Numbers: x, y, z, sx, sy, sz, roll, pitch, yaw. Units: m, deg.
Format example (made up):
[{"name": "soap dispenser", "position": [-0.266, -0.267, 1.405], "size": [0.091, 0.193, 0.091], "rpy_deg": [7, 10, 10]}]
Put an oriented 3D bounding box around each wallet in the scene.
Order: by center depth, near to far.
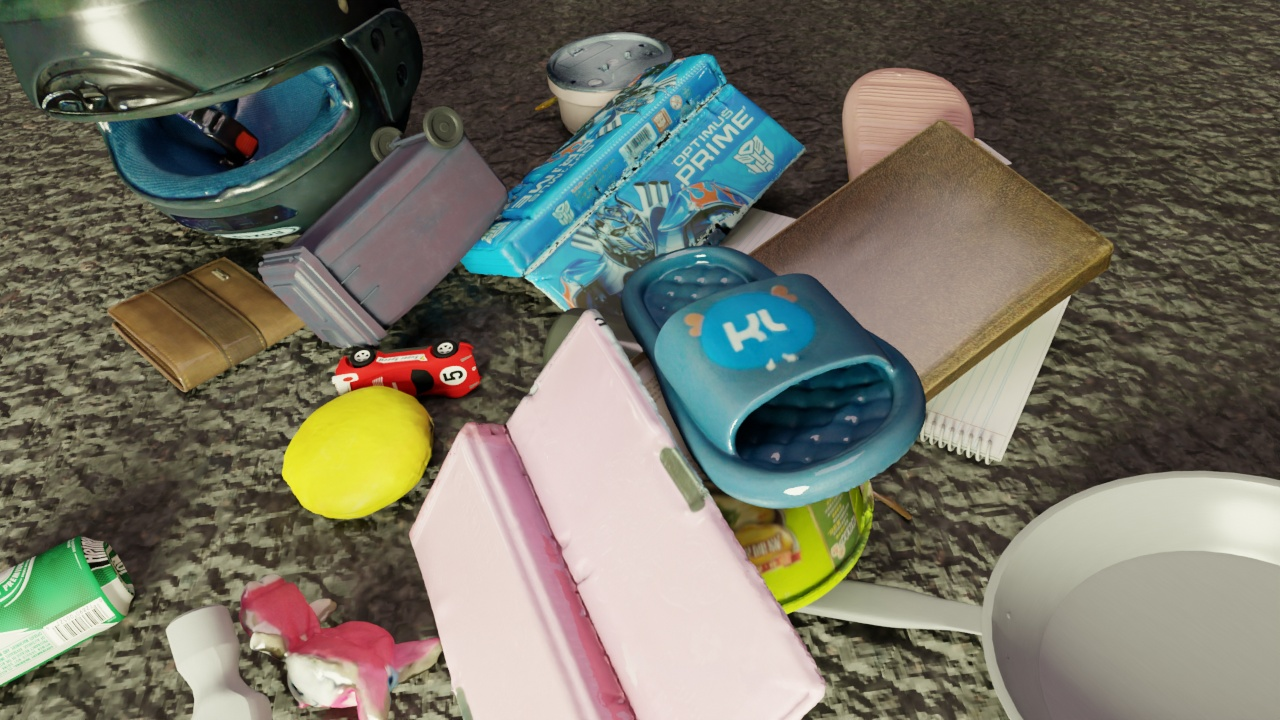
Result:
[{"name": "wallet", "position": [-0.322, -0.031, 0.680], "size": [0.121, 0.027, 0.098], "rpy_deg": [29, 51, 33]}]

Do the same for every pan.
[{"name": "pan", "position": [0.186, 0.129, 0.435], "size": [0.357, 0.051, 0.200], "rpy_deg": [-1, 39, 25]}]

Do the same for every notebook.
[{"name": "notebook", "position": [0.174, -0.036, 0.568], "size": [0.215, 0.034, 0.190], "rpy_deg": [-34, 61, -8]}, {"name": "notebook", "position": [0.148, -0.031, 0.636], "size": [0.246, 0.013, 0.177], "rpy_deg": [20, 48, 25]}]

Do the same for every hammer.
[{"name": "hammer", "position": [-0.304, 0.229, 0.384], "size": [0.310, 0.030, 0.125], "rpy_deg": [-25, 68, -11]}]

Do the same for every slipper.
[{"name": "slipper", "position": [0.053, -0.012, 0.427], "size": [0.103, 0.059, 0.213], "rpy_deg": [-20, 34, -9]}, {"name": "slipper", "position": [0.194, -0.122, 0.675], "size": [0.093, 0.082, 0.197], "rpy_deg": [2, 65, 7]}]

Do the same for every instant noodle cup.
[{"name": "instant noodle cup", "position": [0.044, 0.052, 0.479], "size": [0.146, 0.098, 0.146], "rpy_deg": [-11, 36, 8]}]

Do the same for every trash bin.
[{"name": "trash bin", "position": [-0.181, -0.091, 0.645], "size": [0.094, 0.092, 0.160], "rpy_deg": [3, 49, 51]}]

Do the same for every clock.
[{"name": "clock", "position": [-0.013, -0.246, 0.846], "size": [0.158, 0.059, 0.116], "rpy_deg": [30, 55, 32]}]

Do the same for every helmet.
[{"name": "helmet", "position": [-0.303, -0.210, 0.705], "size": [0.249, 0.236, 0.315], "rpy_deg": [-4, 36, 7]}]

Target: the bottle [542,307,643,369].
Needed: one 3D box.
[{"name": "bottle", "position": [-0.003, 0.003, 0.581], "size": [0.108, 0.060, 0.060], "rpy_deg": [12, 46, 18]}]

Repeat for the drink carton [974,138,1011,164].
[{"name": "drink carton", "position": [0.239, -0.169, 0.759], "size": [0.122, 0.039, 0.069], "rpy_deg": [-14, 44, -17]}]

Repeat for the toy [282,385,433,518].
[{"name": "toy", "position": [-0.172, 0.054, 0.561], "size": [0.094, 0.041, 0.095], "rpy_deg": [-19, 45, -6]}]

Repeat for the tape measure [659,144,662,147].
[{"name": "tape measure", "position": [0.045, -0.159, 0.762], "size": [0.065, 0.017, 0.064], "rpy_deg": [3, 44, 6]}]

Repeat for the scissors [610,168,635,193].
[{"name": "scissors", "position": [0.009, -0.141, 0.769], "size": [0.125, 0.015, 0.127], "rpy_deg": [-4, 41, 0]}]

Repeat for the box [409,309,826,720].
[{"name": "box", "position": [-0.035, 0.104, 0.411], "size": [0.039, 0.179, 0.232], "rpy_deg": [15, 28, -38]}]

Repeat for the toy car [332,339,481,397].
[{"name": "toy car", "position": [-0.153, 0.011, 0.606], "size": [0.089, 0.038, 0.025], "rpy_deg": [-5, 46, 1]}]

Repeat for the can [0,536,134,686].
[{"name": "can", "position": [-0.326, 0.136, 0.483], "size": [0.101, 0.053, 0.053], "rpy_deg": [-29, 48, -23]}]

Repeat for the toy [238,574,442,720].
[{"name": "toy", "position": [-0.157, 0.148, 0.459], "size": [0.102, 0.050, 0.065], "rpy_deg": [29, 18, 9]}]

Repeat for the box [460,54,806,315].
[{"name": "box", "position": [-0.010, -0.139, 0.696], "size": [0.170, 0.071, 0.243], "rpy_deg": [30, 66, 30]}]
